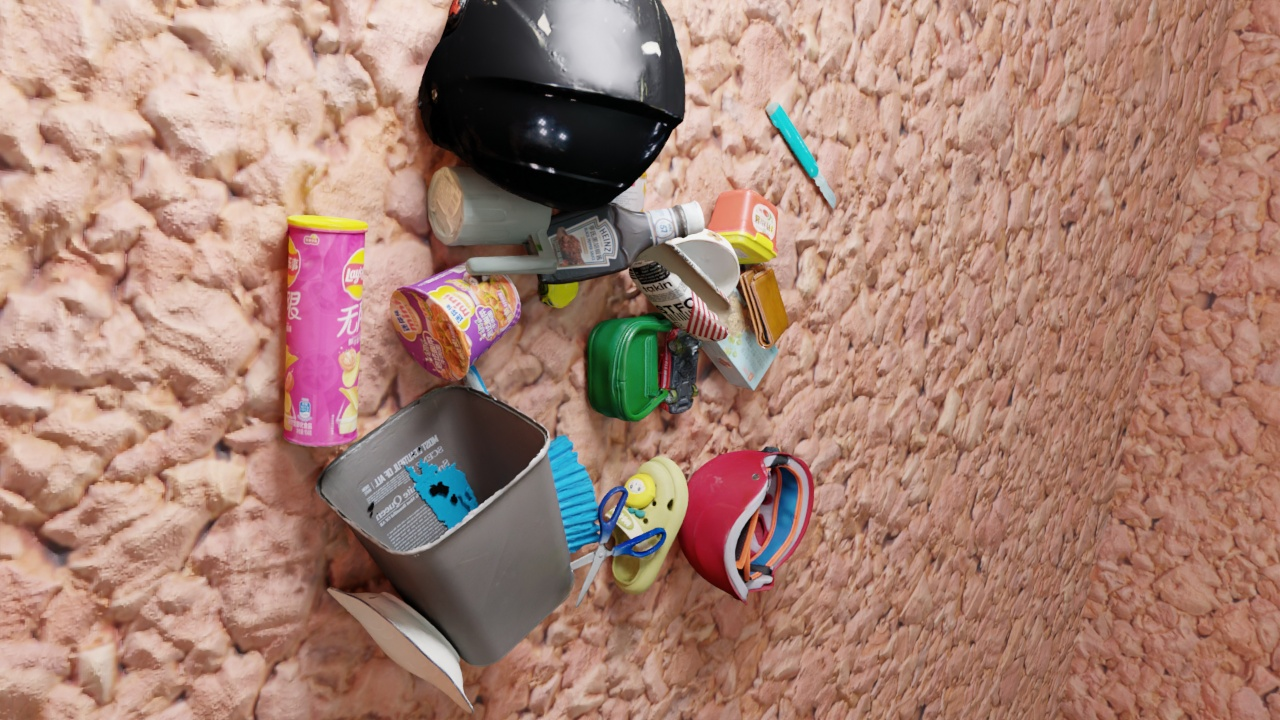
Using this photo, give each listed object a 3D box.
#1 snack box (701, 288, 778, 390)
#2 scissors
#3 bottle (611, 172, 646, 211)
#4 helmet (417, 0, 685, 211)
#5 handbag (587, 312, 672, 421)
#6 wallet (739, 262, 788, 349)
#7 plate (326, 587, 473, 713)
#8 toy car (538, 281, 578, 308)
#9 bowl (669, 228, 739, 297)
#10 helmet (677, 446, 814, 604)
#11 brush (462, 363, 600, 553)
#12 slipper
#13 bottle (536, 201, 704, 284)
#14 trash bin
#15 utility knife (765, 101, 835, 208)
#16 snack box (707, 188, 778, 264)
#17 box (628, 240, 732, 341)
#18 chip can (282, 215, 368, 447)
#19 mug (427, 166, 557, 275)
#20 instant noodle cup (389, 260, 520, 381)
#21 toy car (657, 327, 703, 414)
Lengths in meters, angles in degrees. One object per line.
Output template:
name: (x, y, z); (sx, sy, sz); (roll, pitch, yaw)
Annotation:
snack box: (0.124, -0.037, 1.278); (0.074, 0.052, 0.175); (-56, 132, -16)
scissors: (-0.040, 0.233, 1.149); (0.175, 0.012, 0.162); (-5, 112, -27)
bottle: (-0.027, -0.211, 1.070); (0.067, 0.068, 0.190); (-4, 105, -43)
helmet: (-0.072, -0.285, 0.893); (0.233, 0.231, 0.274); (4, 75, -37)
handbag: (-0.007, 0.007, 1.157); (0.120, 0.068, 0.131); (-19, 115, -44)
wallet: (0.172, -0.085, 1.270); (0.119, 0.035, 0.130); (69, 22, -6)
plate: (-0.241, 0.291, 0.960); (0.034, 0.164, 0.164); (-48, 131, -29)
toy car: (-0.090, -0.112, 1.068); (0.048, 0.032, 0.105); (-8, 110, -42)
bowl: (0.068, -0.127, 1.176); (0.113, 0.114, 0.062); (53, 25, -39)
helmet: (0.141, 0.218, 1.317); (0.239, 0.144, 0.207); (-14, 114, -55)
brush: (-0.128, 0.114, 1.092); (0.109, 0.061, 0.315); (-28, 118, -31)
slipper: (-0.002, 0.220, 1.217); (0.081, 0.092, 0.190); (14, 96, -42)
bottle: (-0.026, -0.139, 1.027); (0.195, 0.044, 0.080); (-14, 99, -7)
trash bin: (-0.187, 0.178, 0.968); (0.198, 0.199, 0.220); (-39, 133, -29)
utility knife: (0.236, -0.295, 1.330); (0.221, 0.013, 0.029); (45, 70, -39)
snack box: (0.138, -0.181, 1.233); (0.091, 0.082, 0.080); (23, 74, -46)
box: (0.051, -0.091, 1.144); (0.163, 0.075, 0.081); (38, 57, -33)
chip can: (-0.299, -0.028, 0.868); (0.071, 0.071, 0.211); (-5, 106, -42)
mug: (-0.150, -0.143, 0.947); (0.103, 0.084, 0.124); (-7, 68, -40)
instant noodle cup: (-0.185, -0.049, 0.951); (0.099, 0.112, 0.112); (-39, 127, -39)
toy car: (0.049, 0.011, 1.227); (0.052, 0.045, 0.121); (-11, 116, -43)
